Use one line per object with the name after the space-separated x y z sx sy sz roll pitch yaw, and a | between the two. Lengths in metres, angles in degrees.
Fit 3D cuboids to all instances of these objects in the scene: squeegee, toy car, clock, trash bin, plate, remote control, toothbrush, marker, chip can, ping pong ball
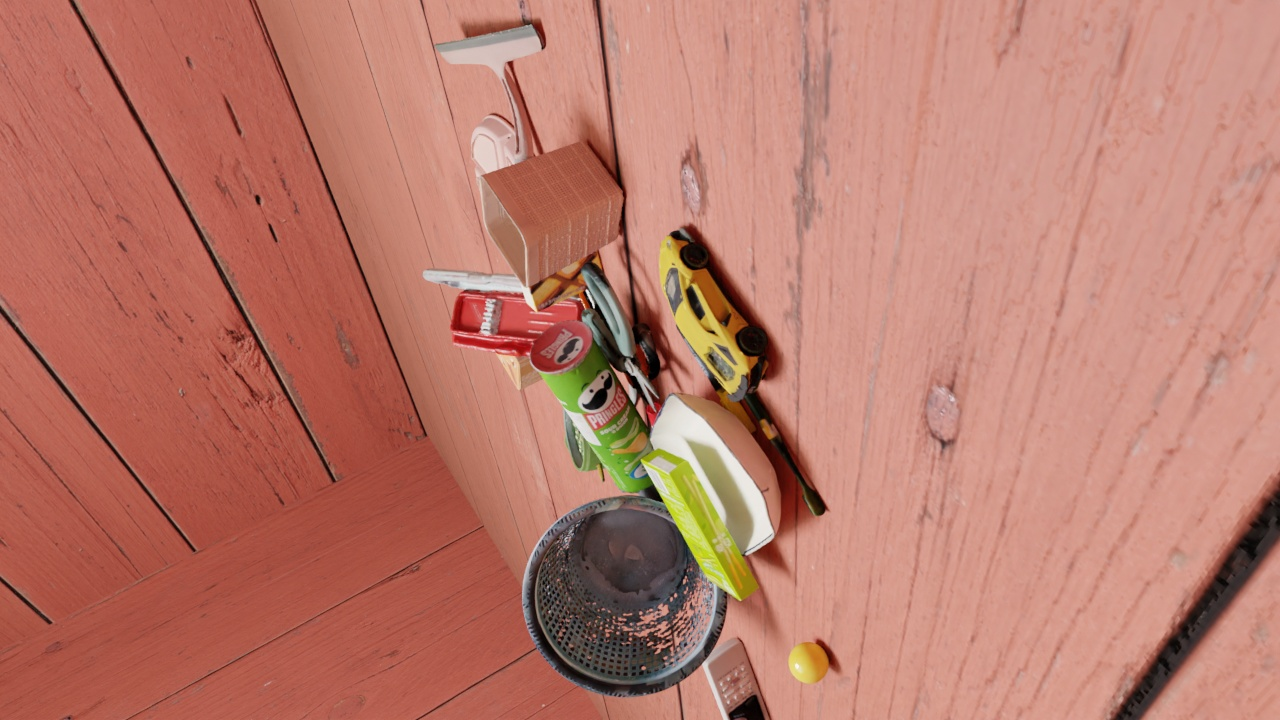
-0.134 -0.226 0.995 0.248 0.040 0.250 21 126 53 | squeegee
0.055 -0.038 0.769 0.156 0.041 0.071 59 161 14 | toy car
-0.065 0.083 1.186 0.161 0.056 0.116 -140 44 -65 | clock
-0.016 0.252 1.097 0.195 0.226 0.226 -81 -35 -85 | trash bin
0.075 0.111 0.899 0.162 0.034 0.266 54 164 13 | plate
0.126 0.433 1.194 0.021 0.058 0.150 23 137 62 | remote control
0.108 0.053 0.799 0.186 0.012 0.017 60 172 9 | toothbrush
0.067 0.016 0.847 0.124 0.015 0.018 57 162 13 | marker
0.027 0.096 1.026 0.017 0.017 0.145 48 163 38 | marker
-0.042 0.057 1.017 0.072 0.072 0.236 44 168 45 | chip can
0.171 0.306 0.931 0.040 0.040 0.040 52 159 30 | ping pong ball
-0.151 -0.188 1.131 0.229 0.028 0.230 51 158 30 | plate

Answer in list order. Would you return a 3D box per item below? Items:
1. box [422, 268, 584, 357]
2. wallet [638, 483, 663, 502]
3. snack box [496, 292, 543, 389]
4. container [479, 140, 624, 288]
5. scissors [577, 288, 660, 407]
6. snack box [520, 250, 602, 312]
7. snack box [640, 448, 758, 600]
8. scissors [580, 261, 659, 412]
-0.167 -0.058 1.110 0.202 0.100 0.102 7 90 30 | box
-0.005 0.134 1.199 0.121 0.019 0.097 58 160 9 | wallet
-0.144 -0.032 1.220 0.094 0.092 0.077 56 160 21 | snack box
-0.083 -0.143 0.878 0.090 0.110 0.090 55 160 21 | container
-0.009 0.003 1.029 0.233 0.021 0.221 61 166 2 | scissors
-0.096 -0.130 0.969 0.034 0.086 0.140 40 151 53 | snack box
0.059 0.166 0.936 0.156 0.026 0.086 61 165 -11 | snack box
-0.028 -0.033 0.947 0.170 0.019 0.181 50 161 45 | scissors
